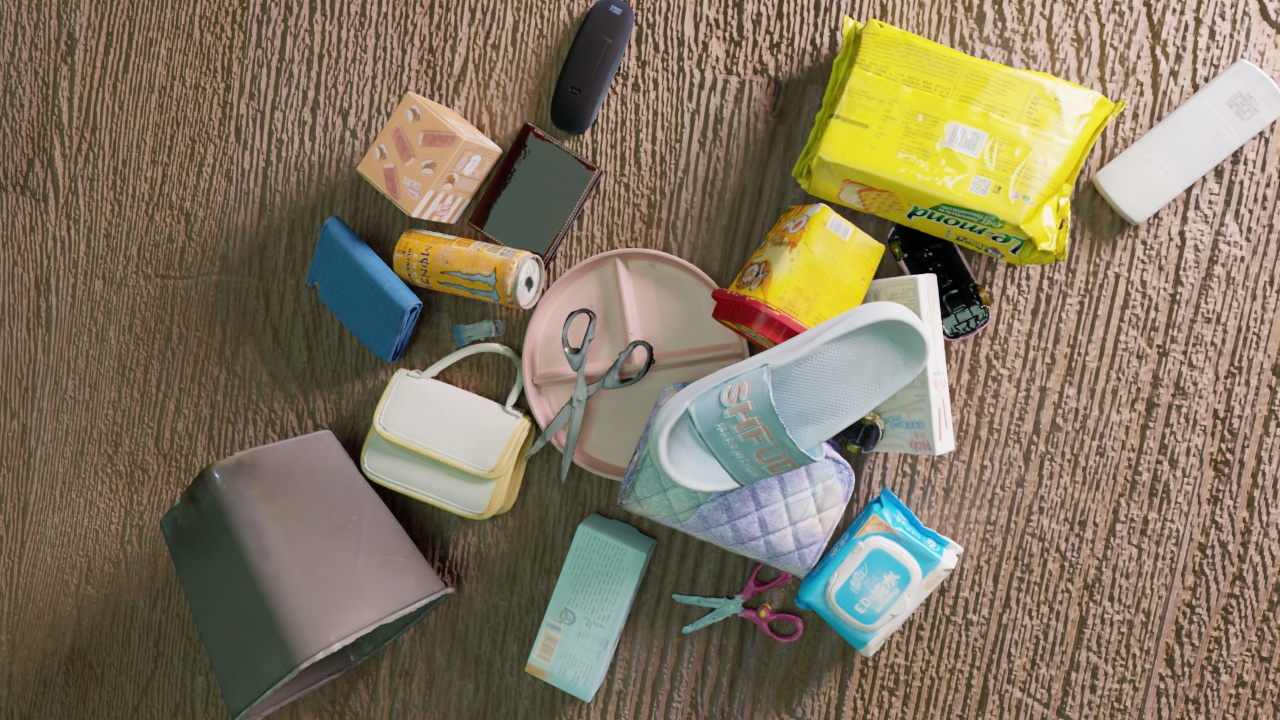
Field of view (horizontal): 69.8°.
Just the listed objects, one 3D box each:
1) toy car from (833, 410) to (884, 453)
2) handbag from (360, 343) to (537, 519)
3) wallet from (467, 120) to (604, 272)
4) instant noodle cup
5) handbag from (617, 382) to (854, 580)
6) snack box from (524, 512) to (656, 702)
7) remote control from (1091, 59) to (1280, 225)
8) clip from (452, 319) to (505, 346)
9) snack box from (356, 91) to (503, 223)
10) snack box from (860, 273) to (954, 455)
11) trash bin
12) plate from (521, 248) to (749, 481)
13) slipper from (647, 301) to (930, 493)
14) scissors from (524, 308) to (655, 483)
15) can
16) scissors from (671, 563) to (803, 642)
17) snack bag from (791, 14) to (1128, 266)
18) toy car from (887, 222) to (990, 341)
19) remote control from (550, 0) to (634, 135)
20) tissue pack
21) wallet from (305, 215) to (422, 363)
[{"bbox_3d":[0.184,0.047,0.840,0.090,0.035,0.042,38,133,31],"label":"toy car"},{"bbox_3d":[-0.191,0.061,0.944,0.163,0.063,0.179,20,96,11],"label":"handbag"},{"bbox_3d":[-0.106,-0.163,0.922,0.096,0.020,0.122,33,101,5],"label":"wallet"},{"bbox_3d":[0.142,-0.066,0.812,0.116,0.116,0.123,30,89,-18],"label":"instant noodle cup"},{"bbox_3d":[0.089,0.109,0.845,0.194,0.075,0.134,23,103,-3],"label":"handbag"},{"bbox_3d":[-0.050,0.247,0.922,0.074,0.051,0.175,22,101,11],"label":"snack box"},{"bbox_3d":[0.458,-0.182,0.770,0.150,0.021,0.058,-40,84,14],"label":"remote control"},{"bbox_3d":[-0.169,-0.030,0.949,0.057,0.029,0.024,-9,90,22],"label":"clip"},{"bbox_3d":[-0.206,-0.197,0.906,0.077,0.092,0.094,40,103,9],"label":"snack box"},{"bbox_3d":[0.230,0.004,0.818,0.085,0.026,0.157,-2,96,56],"label":"snack box"},{"bbox_3d":[-0.346,0.209,0.923,0.199,0.198,0.219,-41,76,30],"label":"trash bin"},{"bbox_3d":[-0.005,0.005,0.904,0.230,0.028,0.229,1,94,14],"label":"plate"},{"bbox_3d":[0.125,0.040,0.743,0.245,0.074,0.104,-30,116,9],"label":"slipper"},{"bbox_3d":[-0.056,0.031,0.900,0.160,0.014,0.173,-15,93,17],"label":"scissors"},{"bbox_3d":[-0.172,-0.092,0.917,0.146,0.058,0.058,13,98,20],"label":"can"},{"bbox_3d":[0.094,0.233,0.904,0.136,0.017,0.105,5,97,18],"label":"scissors"},{"bbox_3d":[0.263,-0.189,0.785,0.246,0.068,0.158,22,89,12],"label":"snack bag"},{"bbox_3d":[0.268,-0.076,0.822,0.056,0.037,0.122,-26,75,9],"label":"toy car"},{"bbox_3d":[-0.049,-0.288,0.893,0.053,0.024,0.136,26,100,10],"label":"remote control"},{"bbox_3d":[0.216,0.196,0.842,0.090,0.063,0.140,39,103,9],"label":"tissue pack"},{"bbox_3d":[-0.285,-0.070,0.946,0.133,0.040,0.107,45,135,10],"label":"wallet"}]
